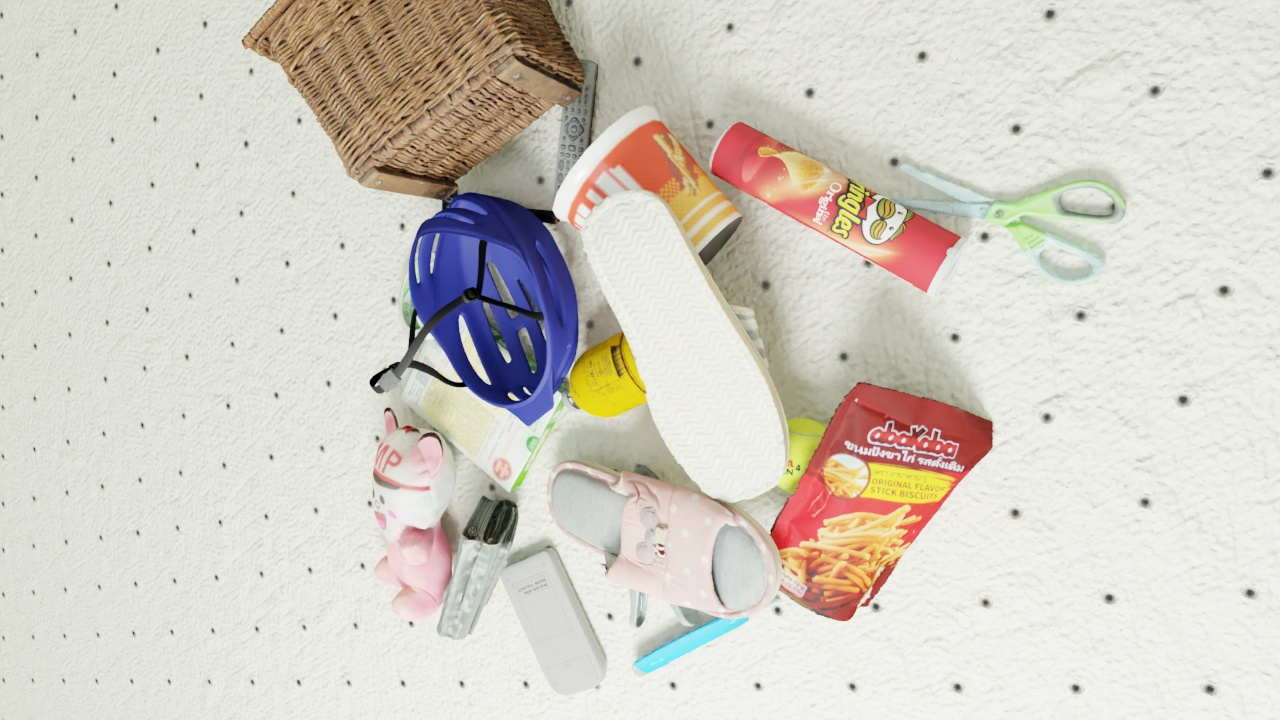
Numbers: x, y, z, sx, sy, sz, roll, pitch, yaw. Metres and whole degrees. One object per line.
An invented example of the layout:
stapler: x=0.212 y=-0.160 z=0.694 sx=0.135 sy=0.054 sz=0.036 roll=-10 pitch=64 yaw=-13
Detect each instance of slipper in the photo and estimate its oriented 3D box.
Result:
slipper: x=0.004 y=0.157 z=0.828 sx=0.275 sy=0.054 sz=0.114 roll=13 pitch=106 yaw=41
slipper: x=0.039 y=-0.012 z=0.748 sx=0.115 sy=0.053 sz=0.273 roll=-19 pitch=103 yaw=29

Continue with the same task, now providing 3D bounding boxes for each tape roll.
tape roll: x=-0.224 y=-0.069 z=0.960 sx=0.094 sy=0.018 sz=0.093 roll=-9 pitch=78 yaw=47

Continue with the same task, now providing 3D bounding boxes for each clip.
clip: x=0.020 y=0.181 z=0.890 sx=0.115 sy=0.028 sz=0.163 roll=-11 pitch=95 yaw=31

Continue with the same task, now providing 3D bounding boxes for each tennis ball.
tennis ball: x=0.137 y=0.082 z=0.787 sx=0.065 sy=0.065 sz=0.065 roll=5 pitch=101 yaw=27

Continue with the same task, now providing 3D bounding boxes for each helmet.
helmet: x=-0.161 y=-0.049 z=0.829 sx=0.148 sy=0.227 sz=0.241 roll=-37 pitch=77 yaw=36

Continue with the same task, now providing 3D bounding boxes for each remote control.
remote control: x=-0.061 y=-0.214 z=0.869 sx=0.033 sy=0.013 sz=0.137 roll=15 pitch=106 yaw=25
remote control: x=-0.090 y=0.278 z=0.971 sx=0.074 sy=0.019 sz=0.151 roll=-28 pitch=85 yaw=29

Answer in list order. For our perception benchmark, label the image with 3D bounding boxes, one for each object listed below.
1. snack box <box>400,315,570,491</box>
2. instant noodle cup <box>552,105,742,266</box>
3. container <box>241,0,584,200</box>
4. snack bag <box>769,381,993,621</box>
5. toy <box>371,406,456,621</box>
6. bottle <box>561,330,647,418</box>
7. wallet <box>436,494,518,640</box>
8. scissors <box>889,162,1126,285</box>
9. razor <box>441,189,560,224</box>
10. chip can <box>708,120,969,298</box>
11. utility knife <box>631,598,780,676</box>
snack box: x=-0.165 y=0.036 z=0.962 sx=0.168 sy=0.027 sz=0.132 roll=38 pitch=114 yaw=17
instant noodle cup: x=0.012 y=-0.130 z=0.791 sx=0.121 sy=0.123 sz=0.124 roll=44 pitch=116 yaw=6
container: x=-0.187 y=-0.275 z=0.825 sx=0.250 sy=0.162 sz=0.183 roll=-32 pitch=79 yaw=23
snack bag: x=0.185 y=0.113 z=0.756 sx=0.139 sy=0.066 sz=0.208 roll=18 pitch=114 yaw=-15
toy: x=-0.244 y=0.164 z=0.989 sx=0.142 sy=0.084 sz=0.213 roll=27 pitch=119 yaw=59
bottle: x=-0.005 y=0.005 z=0.846 sx=0.164 sy=0.070 sz=0.071 roll=-27 pitch=86 yaw=29
wallet: x=-0.170 y=0.216 z=0.958 sx=0.054 sy=0.100 sz=0.132 roll=23 pitch=111 yaw=-1
scissors: x=0.278 y=-0.123 z=0.706 sx=0.175 sy=0.032 sz=0.093 roll=28 pitch=114 yaw=17
razor: x=-0.145 y=-0.150 z=0.921 sx=0.144 sy=0.022 sz=0.043 roll=10 pitch=105 yaw=26
chip can: x=0.157 y=-0.126 z=0.747 sx=0.215 sy=0.051 sz=0.052 roll=33 pitch=113 yaw=19
utility knife: x=0.058 y=0.268 z=0.890 sx=0.186 sy=0.031 sz=0.015 roll=-34 pitch=43 yaw=28
